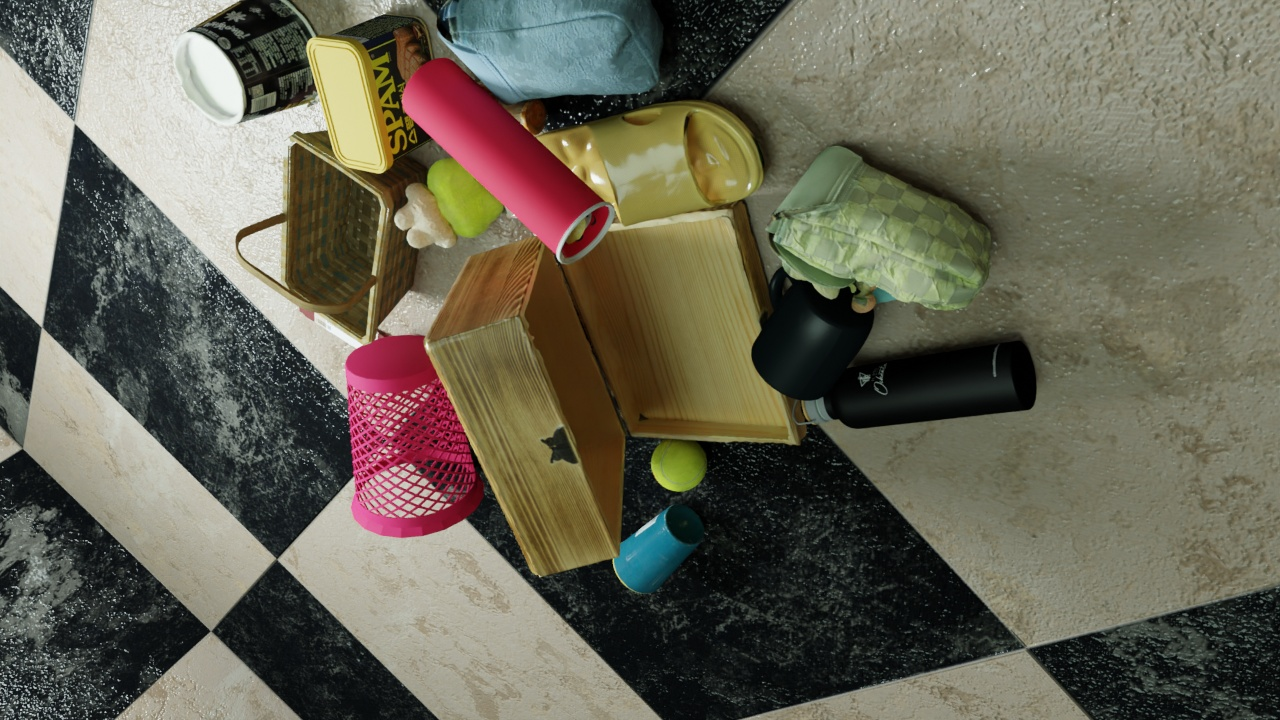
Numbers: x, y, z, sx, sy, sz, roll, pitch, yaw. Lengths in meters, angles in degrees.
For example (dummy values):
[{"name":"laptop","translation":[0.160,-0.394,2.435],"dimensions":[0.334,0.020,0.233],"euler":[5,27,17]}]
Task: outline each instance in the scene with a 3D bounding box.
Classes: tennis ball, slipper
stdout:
[{"name":"tennis ball","translation":[0.045,0.120,1.073],"dimensions":[0.065,0.065,0.065],"euler":[19,132,23]},{"name":"slipper","translation":[-0.017,-0.178,0.855],"dimensions":[0.264,0.078,0.099],"euler":[1,120,32]}]

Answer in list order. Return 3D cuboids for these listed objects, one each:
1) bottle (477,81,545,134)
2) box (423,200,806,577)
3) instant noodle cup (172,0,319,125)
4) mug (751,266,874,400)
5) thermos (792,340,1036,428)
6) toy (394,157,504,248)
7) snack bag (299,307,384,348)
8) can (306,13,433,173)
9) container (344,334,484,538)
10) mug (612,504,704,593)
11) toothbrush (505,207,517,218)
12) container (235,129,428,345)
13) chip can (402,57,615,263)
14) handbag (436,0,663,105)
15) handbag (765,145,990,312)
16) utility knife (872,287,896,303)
[{"name":"bottle","translation":[-0.149,-0.249,0.926],"dimensions":[0.109,0.063,0.063],"euler":[11,128,26]},{"name":"box","translation":[-0.004,-0.002,0.953],"dimensions":[0.315,0.281,0.279],"euler":[-18,115,8]},{"name":"instant noodle cup","translation":[-0.444,-0.334,1.033],"dimensions":[0.137,0.112,0.137],"euler":[18,131,22]},{"name":"mug","translation":[0.154,-0.038,0.858],"dimensions":[0.095,0.085,0.121],"euler":[-62,41,43]},{"name":"thermos","translation":[0.244,0.030,0.866],"dimensions":[0.232,0.061,0.061],"euler":[-11,116,40]},{"name":"toy","translation":[-0.213,-0.170,1.010],"dimensions":[0.092,0.115,0.046],"euler":[59,173,-20]},{"name":"snack bag","translation":[-0.427,-0.053,1.309],"dimensions":[0.158,0.013,0.057],"euler":[30,137,13]},{"name":"can","translation":[-0.269,-0.281,0.956],"dimensions":[0.075,0.104,0.135],"euler":[16,130,25]},{"name":"container","translation":[-0.316,0.093,1.243],"dimensions":[0.183,0.182,0.226],"euler":[14,122,26]},{"name":"mug","translation":[0.026,0.237,1.176],"dimensions":[0.078,0.077,0.122],"euler":[40,131,2]},{"name":"toothbrush","translation":[-0.075,-0.164,0.974],"dimensions":[0.181,0.015,0.018],"euler":[3,119,34]},{"name":"container","translation":[-0.362,-0.135,1.075],"dimensions":[0.157,0.185,0.251],"euler":[33,136,9]},{"name":"chip can","translation":[-0.124,-0.187,0.849],"dimensions":[0.220,0.069,0.069],"euler":[44,137,14]},{"name":"handbag","translation":[-0.075,-0.298,0.808],"dimensions":[0.192,0.118,0.121],"euler":[-1,162,25]},{"name":"handbag","translation":[0.195,-0.093,0.774],"dimensions":[0.186,0.113,0.117],"euler":[28,142,14]},{"name":"utility knife","translation":[0.208,-0.060,0.855],"dimensions":[0.180,0.015,0.022],"euler":[-12,102,40]}]
